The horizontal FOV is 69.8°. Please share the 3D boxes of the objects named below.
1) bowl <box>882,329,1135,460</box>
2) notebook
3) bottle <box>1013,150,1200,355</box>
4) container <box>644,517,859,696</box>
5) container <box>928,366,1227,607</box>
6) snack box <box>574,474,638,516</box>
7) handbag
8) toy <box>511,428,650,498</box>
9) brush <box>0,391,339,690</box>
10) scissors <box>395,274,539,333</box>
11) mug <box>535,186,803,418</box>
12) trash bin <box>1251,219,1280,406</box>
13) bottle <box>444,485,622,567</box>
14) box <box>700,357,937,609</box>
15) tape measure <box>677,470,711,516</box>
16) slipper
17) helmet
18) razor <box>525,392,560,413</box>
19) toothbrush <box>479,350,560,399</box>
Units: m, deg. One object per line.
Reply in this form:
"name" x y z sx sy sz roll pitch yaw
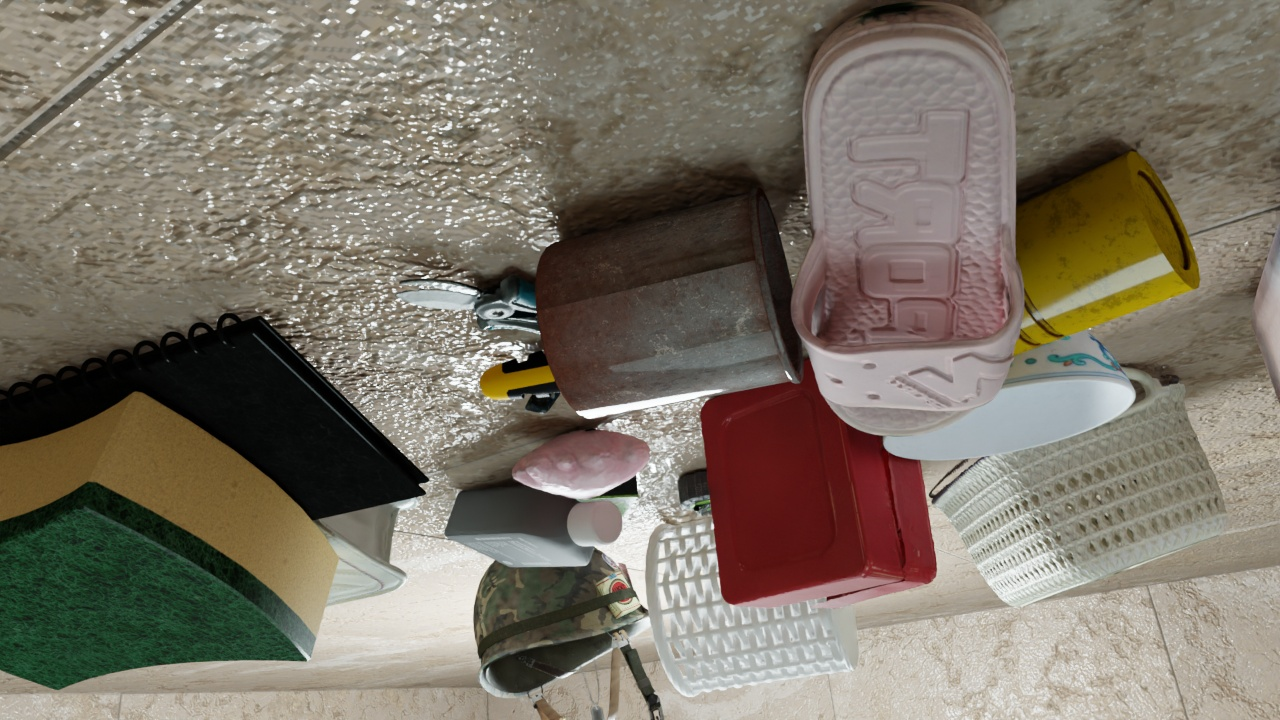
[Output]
"bowl" 0.216 0.005 0.567 0.144 0.074 0.144 -5 158 -2
"notebook" -0.274 0.055 0.564 0.232 0.019 0.169 -14 135 20
"bottle" 0.181 -0.036 0.467 0.071 0.071 0.164 15 150 -41
"container" 0.124 0.257 1.004 0.187 0.189 0.189 -14 156 16
"container" 0.369 0.116 0.786 0.184 0.143 0.252 -19 159 -6
"snack box" -0.058 0.141 0.890 0.080 0.025 0.148 0 157 -14
"handbag" -0.291 0.127 0.716 0.199 0.096 0.142 -15 140 21
"toy" -0.052 0.081 0.709 0.095 0.052 0.099 2 162 -36
"brush" -0.346 0.126 0.578 0.250 0.075 0.195 -11 137 17
"scissors" -0.052 -0.026 0.498 0.130 0.019 0.150 -12 158 12
"mug" 0.019 -0.028 0.443 0.110 0.096 0.122 -7 -172 15
"trash bin" 0.416 -0.012 0.445 0.158 0.181 0.259 -14 157 22
"bottle" -0.086 0.145 0.799 0.174 0.046 0.083 -13 142 45
"box" 0.119 0.086 0.638 0.117 0.157 0.136 12 150 -27
"tape measure" 0.066 0.129 0.878 0.059 0.035 0.065 -11 158 14
"slipper" 0.113 -0.028 0.387 0.094 0.064 0.239 3 142 18
"helmet" -0.077 0.316 1.034 0.224 0.236 0.193 14 136 -33
"razor" -0.003 0.003 0.583 0.144 0.022 0.042 -15 -166 10
"toothbrush" -0.001 -0.003 0.558 0.197 0.031 0.031 -11 -177 1
